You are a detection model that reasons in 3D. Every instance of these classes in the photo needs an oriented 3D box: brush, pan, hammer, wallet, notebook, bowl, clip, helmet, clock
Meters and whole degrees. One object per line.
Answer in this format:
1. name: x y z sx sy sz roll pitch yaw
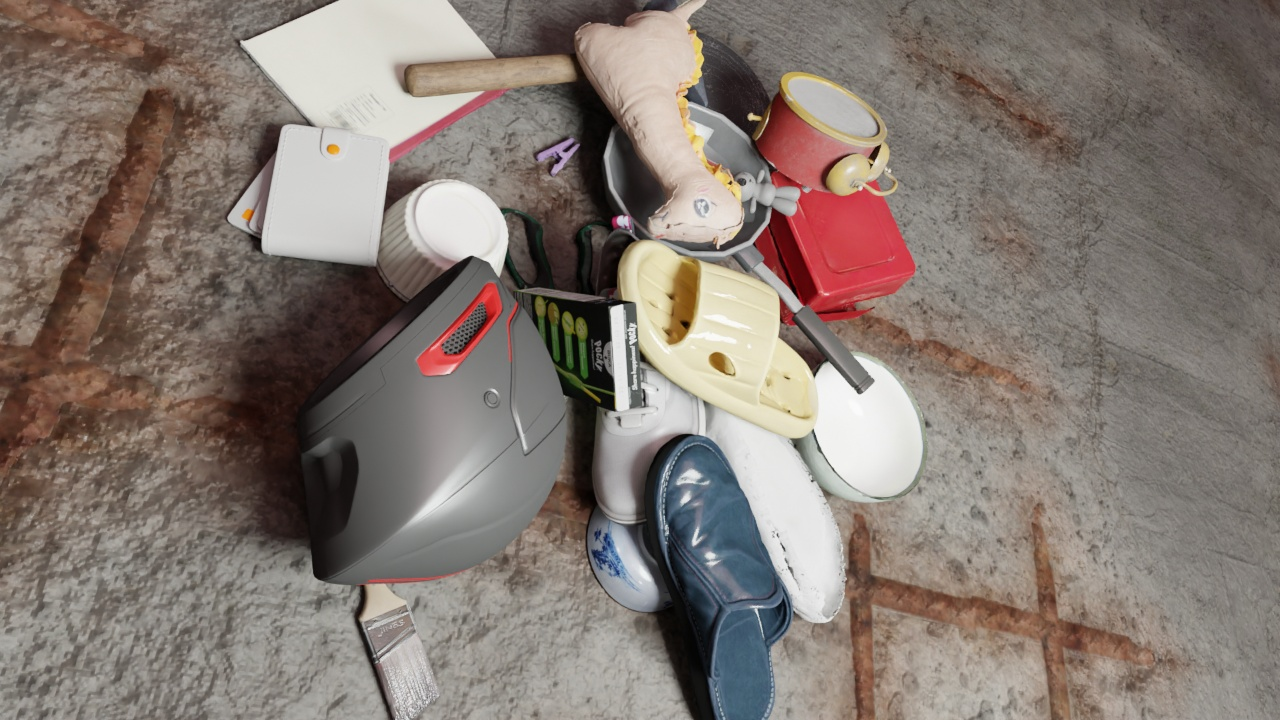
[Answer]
1. brush: -0.187 0.187 0.671 0.038 0.012 0.151 -17 78 -35
2. pan: 0.061 -0.223 0.988 0.207 0.040 0.356 22 58 -22
3. hammer: -0.075 -0.287 0.903 0.321 0.040 0.129 -16 79 -29
4. wallet: -0.268 -0.136 0.743 0.115 0.038 0.118 6 67 -13
5. notebook: -0.230 -0.271 0.845 0.153 0.012 0.208 49 54 -5
6. bowl: 0.209 0.073 0.925 0.153 0.073 0.153 12 63 -26
7. clip: -0.084 -0.206 0.905 0.042 0.014 0.052 26 61 -17
8. helmet: -0.141 0.057 0.661 0.170 0.165 0.263 51 42 -16
9. bowl: 0.014 0.155 0.786 0.114 0.045 0.114 13 63 -27
10. pan: 0.101 -0.106 0.904 0.178 0.041 0.357 -38 85 -29
11. clock: 0.187 -0.212 0.923 0.159 0.081 0.116 40 40 14
12. bowl: -0.163 -0.103 0.780 0.115 0.063 0.115 13 63 -26

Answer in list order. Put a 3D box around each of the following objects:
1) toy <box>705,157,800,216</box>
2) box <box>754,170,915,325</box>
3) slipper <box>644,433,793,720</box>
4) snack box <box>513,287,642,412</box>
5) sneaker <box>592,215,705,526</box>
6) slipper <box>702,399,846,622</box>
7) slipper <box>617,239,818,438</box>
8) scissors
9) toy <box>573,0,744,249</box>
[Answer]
1. toy: 0.099 -0.168 0.887 0.111 0.030 0.049 16 67 0
2. box: 0.201 -0.130 0.988 0.134 0.113 0.157 -11 75 -30
3. slipper: 0.082 0.186 0.743 0.108 0.084 0.265 -20 100 -43
4. snack box: -0.054 -0.013 0.741 0.025 0.148 0.080 -12 105 -34
5. sneaker: -0.005 0.005 0.779 0.129 0.097 0.262 55 34 -57
6. slipper: 0.114 0.130 0.840 0.112 0.075 0.247 -32 96 -37
7. slipper: 0.088 -0.013 0.767 0.261 0.079 0.111 34 52 -37
8. scissors: -0.050 -0.054 0.859 0.141 0.015 0.209 -11 75 -36
9. toy: 0.042 -0.232 0.864 0.195 0.065 0.264 -28 72 -16
